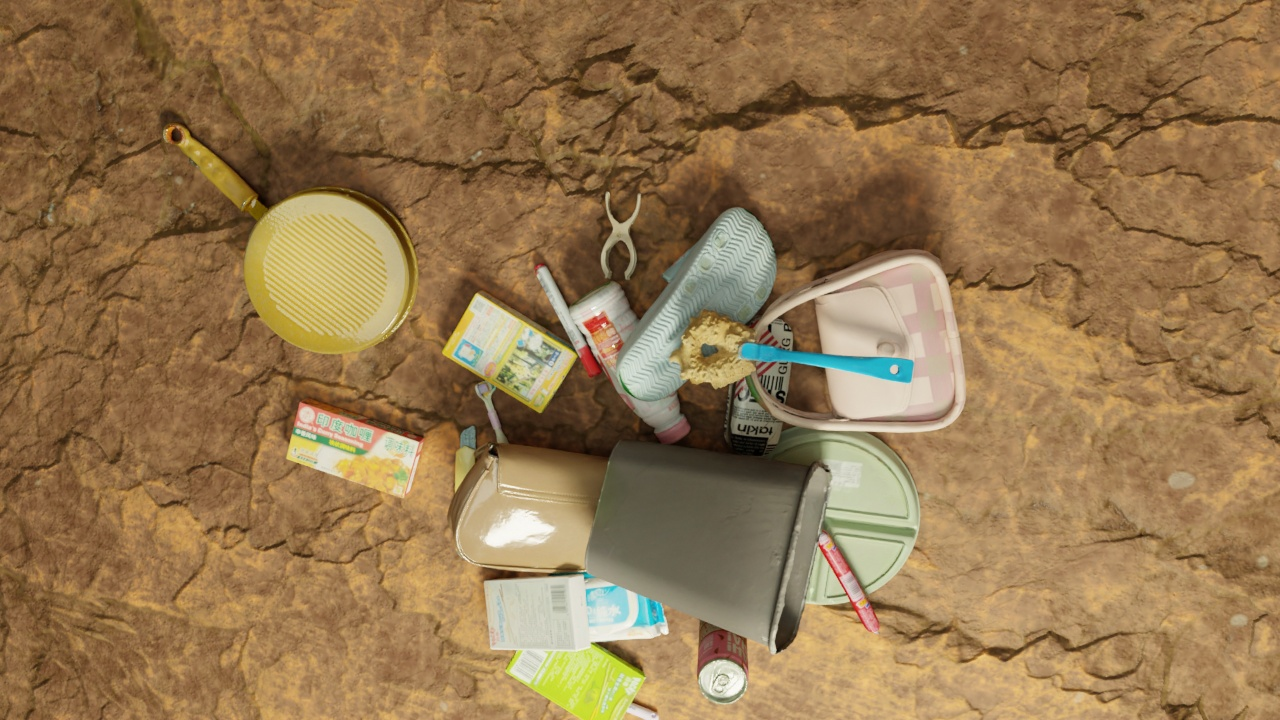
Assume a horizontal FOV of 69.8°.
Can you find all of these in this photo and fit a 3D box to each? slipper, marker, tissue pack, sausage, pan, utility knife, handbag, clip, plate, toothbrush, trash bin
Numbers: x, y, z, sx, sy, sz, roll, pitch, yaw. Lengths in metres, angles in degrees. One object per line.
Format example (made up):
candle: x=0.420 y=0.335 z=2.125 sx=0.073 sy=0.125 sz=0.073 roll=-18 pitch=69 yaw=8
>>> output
slipper: x=0.060 y=-0.059 z=1.025 sx=0.104 sy=0.074 sz=0.245 roll=42 pitch=82 yaw=-21
marker: x=-0.085 y=-0.047 z=1.066 sx=0.017 sy=0.017 sz=0.145 roll=-28 pitch=86 yaw=10
tissue pack: x=-0.039 y=0.292 z=1.109 sx=0.140 sy=0.063 sz=0.090 roll=-7 pitch=82 yaw=7
sausage: x=0.243 y=0.258 z=1.078 sx=0.020 sy=0.020 sz=0.156 roll=-29 pitch=97 yaw=10
pan: x=-0.423 y=-0.157 z=1.078 sx=0.357 sy=0.078 sz=0.198 roll=39 pitch=100 yaw=-9
utility knife: x=-0.215 y=0.167 z=1.134 sx=0.031 sy=0.019 sz=0.177 roll=3 pitch=105 yaw=1
handbag: x=0.227 y=-0.010 z=1.006 sx=0.234 sy=0.093 sz=0.193 roll=-12 pitch=98 yaw=2
clip: x=-0.013 y=-0.140 z=1.047 sx=0.076 sy=0.034 sz=0.103 roll=15 pitch=94 yaw=5
plate: x=0.217 y=0.188 z=1.091 sx=0.230 sy=0.027 sz=0.230 roll=1 pitch=101 yaw=5
toothbrush: x=-0.064 y=0.421 z=1.170 sx=0.189 sy=0.021 sz=0.029 roll=22 pitch=62 yaw=-1
handbag: x=-0.117 y=0.168 z=1.066 sx=0.204 sy=0.100 sz=0.148 roll=11 pitch=107 yaw=-25
toothbrush: x=-0.161 y=0.115 z=1.118 sx=0.020 sy=0.029 sz=0.189 roll=-5 pitch=106 yaw=49
trash bin: x=0.077 y=0.183 z=0.994 sx=0.220 sy=0.199 sz=0.198 roll=13 pitch=83 yaw=20

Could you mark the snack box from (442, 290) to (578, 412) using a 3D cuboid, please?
snack box: x=-0.153 y=-0.010 z=1.086 sx=0.140 sy=0.033 sz=0.087 roll=32 pitch=102 yaw=0

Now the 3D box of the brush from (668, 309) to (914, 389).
brush: x=0.158 y=-0.002 z=0.962 sx=0.255 sy=0.046 sz=0.083 roll=7 pitch=90 yaw=5

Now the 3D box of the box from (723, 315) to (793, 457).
box: x=0.136 y=0.028 z=1.063 sx=0.075 sy=0.076 sz=0.163 roll=3 pitch=96 yaw=-14

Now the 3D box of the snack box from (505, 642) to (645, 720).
snack box: x=-0.081 y=0.391 z=1.148 sx=0.156 sy=0.026 sz=0.085 roll=31 pitch=82 yaw=-1

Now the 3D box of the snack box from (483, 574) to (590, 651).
snack box: x=-0.126 y=0.302 z=1.097 sx=0.157 sy=0.026 sz=0.084 roll=-15 pitch=79 yaw=41

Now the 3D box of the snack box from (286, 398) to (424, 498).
snack box: x=-0.351 y=0.108 z=1.132 sx=0.156 sy=0.027 sz=0.077 roll=18 pitch=101 yaw=2

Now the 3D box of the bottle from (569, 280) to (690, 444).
bottle: x=-0.006 y=0.006 z=1.059 sx=0.068 sy=0.068 sz=0.197 roll=-30 pitch=101 yaw=10

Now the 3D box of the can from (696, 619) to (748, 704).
can: x=0.096 y=0.337 z=1.071 sx=0.058 sy=0.147 sz=0.058 roll=1 pitch=101 yaw=5
